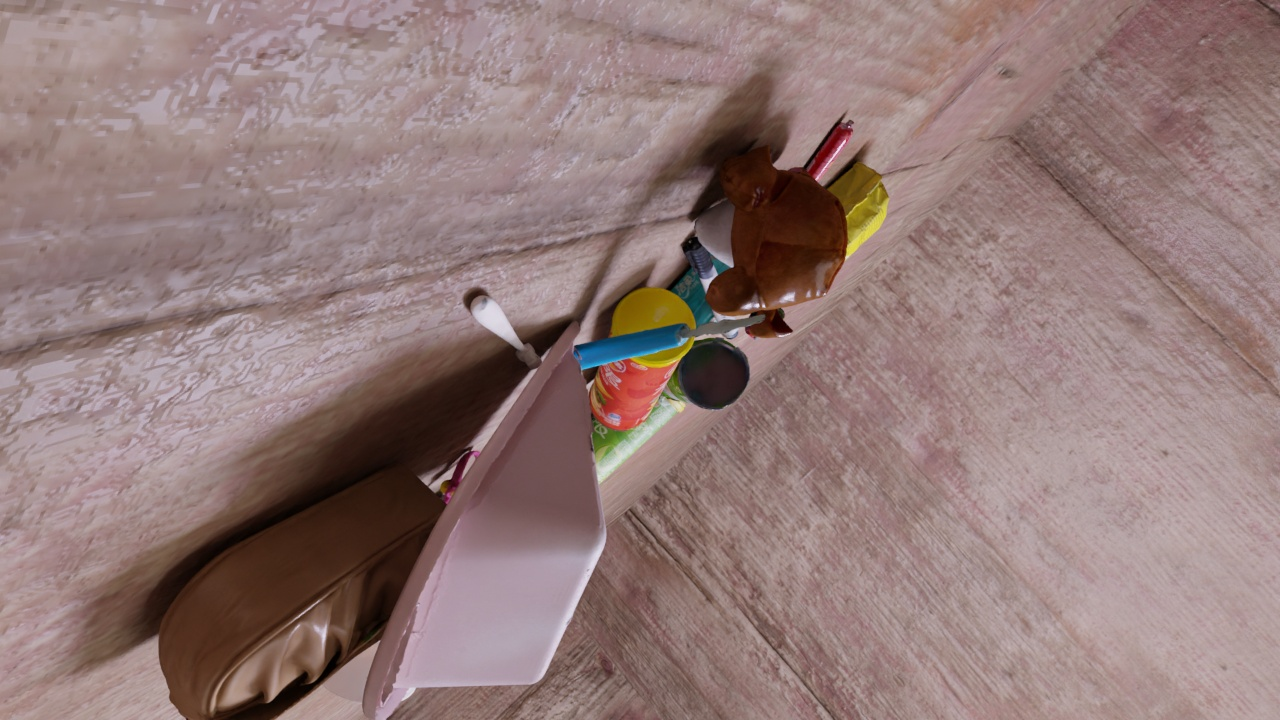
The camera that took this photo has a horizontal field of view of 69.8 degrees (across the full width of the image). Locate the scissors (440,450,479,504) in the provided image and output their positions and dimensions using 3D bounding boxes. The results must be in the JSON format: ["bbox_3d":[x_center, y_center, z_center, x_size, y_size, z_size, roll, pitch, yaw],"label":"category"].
[{"bbox_3d":[-0.182,0.137,0.810,0.133,0.017,0.133,5,114,-59],"label":"scissors"}]

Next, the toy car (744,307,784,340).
[{"bbox_3d":[0.146,-0.073,1.021,0.049,0.031,0.106,-38,-157,59],"label":"toy car"}]

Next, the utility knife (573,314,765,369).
[{"bbox_3d":[0.009,-0.014,0.693,0.219,0.018,0.034,-11,-162,46],"label":"utility knife"}]

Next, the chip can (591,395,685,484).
[{"bbox_3d":[-0.049,0.105,1.126,0.221,0.072,0.072,-42,171,-1],"label":"chip can"}]

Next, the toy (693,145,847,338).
[{"bbox_3d":[0.100,-0.094,0.711,0.199,0.130,0.140,-33,133,-68],"label":"toy"}]

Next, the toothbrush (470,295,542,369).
[{"bbox_3d":[-0.086,-0.016,0.602,0.016,0.016,0.180,-44,171,-5],"label":"toothbrush"}]

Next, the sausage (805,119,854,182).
[{"bbox_3d":[0.166,-0.179,0.896,0.020,0.020,0.156,-36,169,-34],"label":"sausage"}]

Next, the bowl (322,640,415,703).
[{"bbox_3d":[-0.301,0.325,1.033,0.065,0.118,0.118,-70,165,9],"label":"bowl"}]

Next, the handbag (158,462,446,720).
[{"bbox_3d":[-0.211,0.159,0.610,0.204,0.100,0.148,-30,159,-55],"label":"handbag"}]

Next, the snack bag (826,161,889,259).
[{"bbox_3d":[0.238,-0.154,1.160,0.158,0.068,0.246,-44,172,8],"label":"snack bag"}]

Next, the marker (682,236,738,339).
[{"bbox_3d":[0.065,-0.062,0.826,0.023,0.018,0.131,-14,140,11],"label":"marker"}]

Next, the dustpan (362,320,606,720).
[{"bbox_3d":[-0.120,0.115,0.656,0.138,0.273,0.223,8,123,-20],"label":"dustpan"}]

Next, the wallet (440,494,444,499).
[{"bbox_3d":[-0.224,0.185,0.878,0.106,0.037,0.130,-32,167,-44],"label":"wallet"}]

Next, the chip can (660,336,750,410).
[{"bbox_3d":[0.056,0.013,0.973,0.072,0.072,0.236,-42,-176,-4],"label":"chip can"}]

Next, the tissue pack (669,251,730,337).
[{"bbox_3d":[0.079,-0.074,0.915,0.093,0.050,0.133,-47,170,22],"label":"tissue pack"}]

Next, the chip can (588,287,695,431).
[{"bbox_3d":[-0.005,0.005,0.867,0.073,0.073,0.217,-39,171,-19],"label":"chip can"}]
